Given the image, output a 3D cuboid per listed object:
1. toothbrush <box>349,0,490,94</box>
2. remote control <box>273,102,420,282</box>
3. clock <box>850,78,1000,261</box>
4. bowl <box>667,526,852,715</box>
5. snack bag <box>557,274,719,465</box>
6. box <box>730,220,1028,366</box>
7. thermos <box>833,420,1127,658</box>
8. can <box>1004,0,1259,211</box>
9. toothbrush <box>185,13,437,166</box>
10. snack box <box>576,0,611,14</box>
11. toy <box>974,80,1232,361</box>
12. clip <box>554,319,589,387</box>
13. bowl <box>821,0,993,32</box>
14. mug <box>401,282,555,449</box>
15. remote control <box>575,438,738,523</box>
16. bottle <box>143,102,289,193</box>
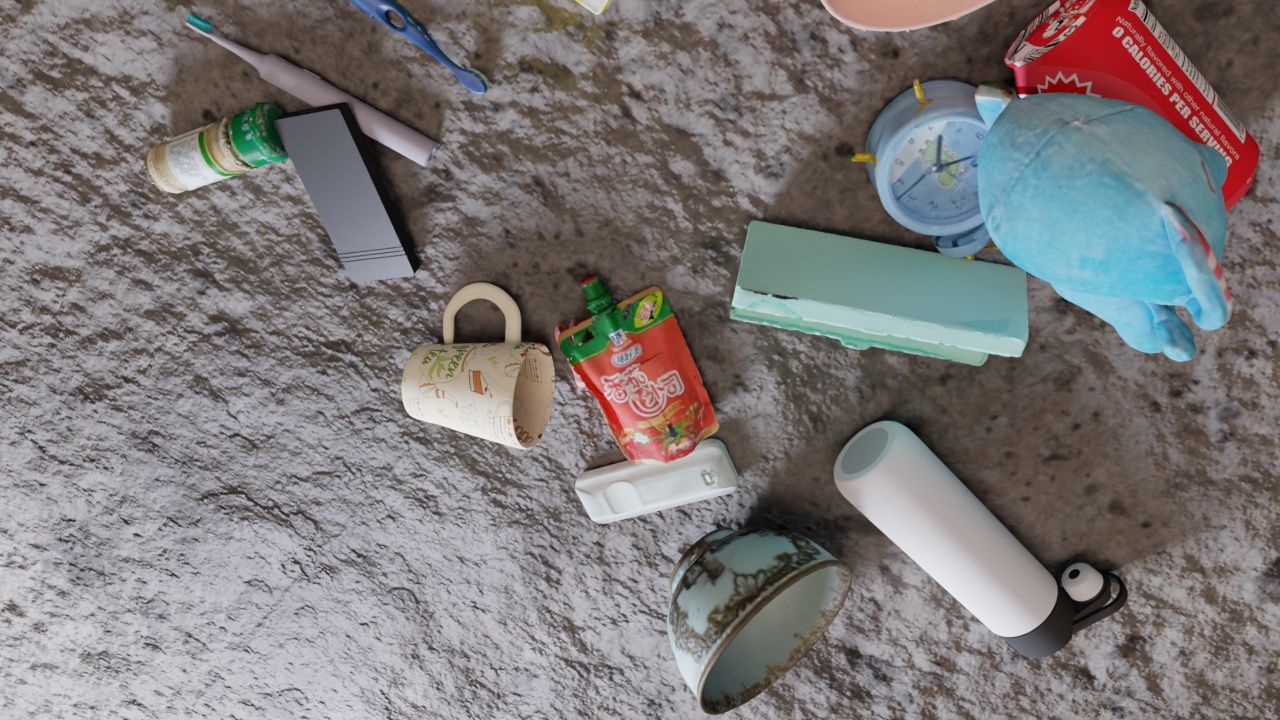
[{"bbox_3d":[-0.154,-0.220,0.608,0.132,0.016,0.021,37,119,-7],"label":"toothbrush"},{"bbox_3d":[-0.210,-0.118,0.665,0.058,0.013,0.133,-3,126,19],"label":"remote control"},{"bbox_3d":[0.197,-0.116,0.570,0.124,0.051,0.089,33,120,-12],"label":"clock"},{"bbox_3d":[0.079,0.190,0.732,0.094,0.159,0.160,43,129,34],"label":"bowl"},{"bbox_3d":[-0.004,0.004,0.690,0.087,0.044,0.155,-26,108,3],"label":"snack bag"},{"bbox_3d":[0.156,-0.031,0.629,0.188,0.077,0.092,10,144,5],"label":"box"},{"bbox_3d":[0.257,0.131,0.693,0.230,0.068,0.101,43,106,-14],"label":"thermos"},{"bbox_3d":[0.280,-0.141,0.524,0.142,0.074,0.075,42,119,-13],"label":"can"},{"bbox_3d":[-0.229,-0.189,0.638,0.188,0.018,0.019,28,123,-5],"label":"toothbrush"},{"bbox_3d":[-0.067,-0.283,0.545,0.152,0.025,0.075,33,120,-8],"label":"snack box"},{"bbox_3d":[0.251,-0.070,0.476,0.115,0.183,0.180,-42,134,13],"label":"toy"},{"bbox_3d":[-0.042,-0.005,0.702,0.043,0.023,0.060,0,121,7],"label":"clip"},{"bbox_3d":[0.154,-0.248,0.470,0.153,0.153,0.076,-21,72,22],"label":"bowl"},{"bbox_3d":[-0.125,0.002,0.702,0.097,0.081,0.122,7,100,16],"label":"mug"},{"bbox_3d":[0.012,0.102,0.749,0.133,0.022,0.050,-17,115,20],"label":"remote control"},{"bbox_3d":[-0.305,-0.151,0.662,0.110,0.042,0.043,-13,116,19],"label":"bottle"}]
